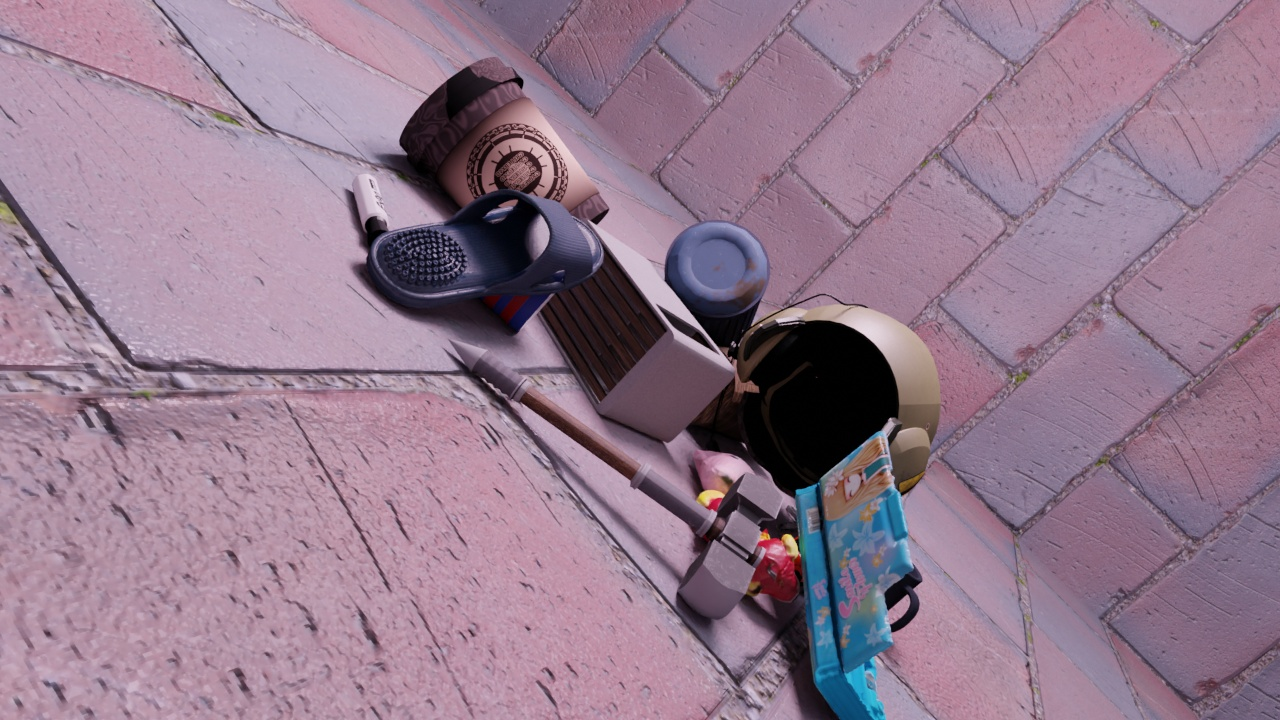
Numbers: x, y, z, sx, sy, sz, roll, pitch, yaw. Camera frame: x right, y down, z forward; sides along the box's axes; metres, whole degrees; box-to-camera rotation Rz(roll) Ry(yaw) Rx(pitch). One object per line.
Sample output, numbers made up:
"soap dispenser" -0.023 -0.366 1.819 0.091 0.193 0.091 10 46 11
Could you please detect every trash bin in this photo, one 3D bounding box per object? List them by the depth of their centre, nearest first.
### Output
"trash bin" -0.017 -0.036 1.032 0.114 0.115 0.228 28 21 -47
"trash bin" 0.091 -0.079 1.208 0.139 0.139 0.250 46 -12 12

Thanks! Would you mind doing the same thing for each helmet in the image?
"helmet" 0.214 0.061 1.041 0.250 0.256 0.232 50 24 23

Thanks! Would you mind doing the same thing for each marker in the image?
"marker" -0.255 -0.140 0.874 0.025 0.025 0.125 31 18 -39

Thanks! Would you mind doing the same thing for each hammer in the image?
"hammer" -0.032 0.076 0.782 0.322 0.043 0.155 35 38 1

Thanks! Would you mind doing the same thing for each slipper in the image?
"slipper" -0.127 -0.116 0.851 0.262 0.083 0.101 -17 68 -46

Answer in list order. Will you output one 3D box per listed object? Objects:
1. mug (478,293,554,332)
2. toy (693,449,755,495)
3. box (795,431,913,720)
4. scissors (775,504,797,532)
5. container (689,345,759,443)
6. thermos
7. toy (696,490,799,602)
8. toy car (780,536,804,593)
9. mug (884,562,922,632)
"mug" -0.118 -0.094 0.947 0.076 0.111 0.075 42 -22 -5
"toy" 0.092 0.126 0.996 0.099 0.053 0.096 37 3 -36
"box" 0.182 0.190 0.814 0.083 0.173 0.226 5 36 1
"scissors" 0.199 0.209 1.118 0.090 0.014 0.171 43 11 3
"container" 0.124 0.043 1.186 0.167 0.132 0.132 15 31 -51
"thermos" -0.160 -0.232 1.136 0.226 0.173 0.172 49 14 -3
"toy" 0.097 0.167 0.871 0.105 0.067 0.137 29 12 -36
"toy car" 0.165 0.209 0.952 0.100 0.049 0.051 26 22 -49
"mug" 0.276 0.260 1.045 0.071 0.077 0.105 34 17 -32
